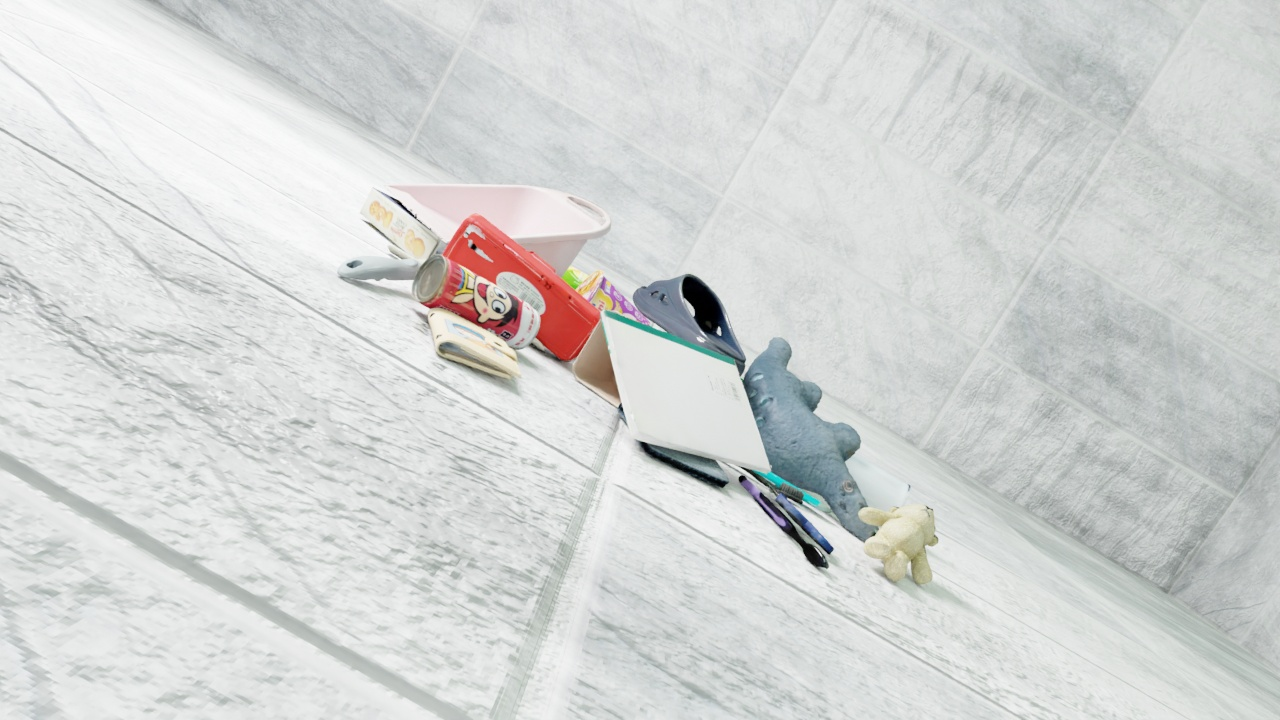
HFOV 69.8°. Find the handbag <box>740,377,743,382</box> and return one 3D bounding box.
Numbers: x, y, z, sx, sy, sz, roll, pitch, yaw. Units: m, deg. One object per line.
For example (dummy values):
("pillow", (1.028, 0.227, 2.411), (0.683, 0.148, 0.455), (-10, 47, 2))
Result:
("handbag", (0.116, 0.045, 1.390), (0.131, 0.068, 0.120), (29, 0, 0))

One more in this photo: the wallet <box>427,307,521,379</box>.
("wallet", (-0.156, -0.014, 0.864), (0.087, 0.024, 0.115), (22, 9, -22))

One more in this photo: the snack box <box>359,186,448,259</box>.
("snack box", (-0.271, -0.158, 1.275), (0.178, 0.046, 0.182), (36, 9, 36))

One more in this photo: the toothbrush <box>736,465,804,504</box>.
("toothbrush", (0.105, 0.114, 1.052), (0.189, 0.016, 0.014), (30, -5, 3))

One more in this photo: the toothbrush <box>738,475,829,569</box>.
("toothbrush", (0.138, 0.156, 0.907), (0.016, 0.014, 0.189), (35, 4, -26))

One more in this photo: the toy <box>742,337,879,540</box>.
("toy", (0.192, 0.085, 1.165), (0.137, 0.092, 0.355), (2, 40, -23))

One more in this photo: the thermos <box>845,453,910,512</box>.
("thermos", (0.250, 0.140, 1.245), (0.224, 0.073, 0.073), (31, 8, 6))

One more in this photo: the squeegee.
("squeegee", (-0.240, -0.092, 0.985), (0.246, 0.039, 0.246), (32, 8, 17))

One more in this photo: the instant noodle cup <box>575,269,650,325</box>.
("instant noodle cup", (-0.048, -0.044, 1.186), (0.099, 0.111, 0.111), (37, 6, -16))

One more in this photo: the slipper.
("slipper", (0.078, -0.059, 1.213), (0.110, 0.083, 0.268), (29, 9, -27))

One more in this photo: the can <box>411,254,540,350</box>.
("can", (-0.167, -0.057, 0.949), (0.132, 0.053, 0.053), (30, 6, -42))

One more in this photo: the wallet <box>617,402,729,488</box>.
("wallet", (0.031, 0.087, 0.944), (0.097, 0.019, 0.121), (25, 10, -22))

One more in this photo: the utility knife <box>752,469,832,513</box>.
("utility knife", (0.154, 0.139, 1.086), (0.161, 0.013, 0.029), (30, 4, 21))

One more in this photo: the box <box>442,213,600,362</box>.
("box", (-0.134, -0.087, 1.091), (0.201, 0.095, 0.091), (39, 23, 0))

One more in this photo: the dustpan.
("dustpan", (-0.181, -0.210, 1.267), (0.273, 0.139, 0.222), (25, 10, -48))

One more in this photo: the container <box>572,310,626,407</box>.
("container", (-0.006, 0.006, 1.062), (0.090, 0.090, 0.111), (33, 5, 20))

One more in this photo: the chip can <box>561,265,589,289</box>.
("chip can", (-0.182, -0.155, 1.501), (0.221, 0.072, 0.072), (29, 8, -12))

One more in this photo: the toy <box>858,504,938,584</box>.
("toy", (0.284, 0.196, 1.004), (0.105, 0.066, 0.157), (42, 24, 18))

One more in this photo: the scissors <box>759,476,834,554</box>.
("scissors", (0.146, 0.145, 0.951), (0.128, 0.012, 0.173), (45, 0, -40))

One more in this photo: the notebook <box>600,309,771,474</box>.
("notebook", (0.051, 0.035, 0.961), (0.209, 0.012, 0.150), (19, 44, -41))
